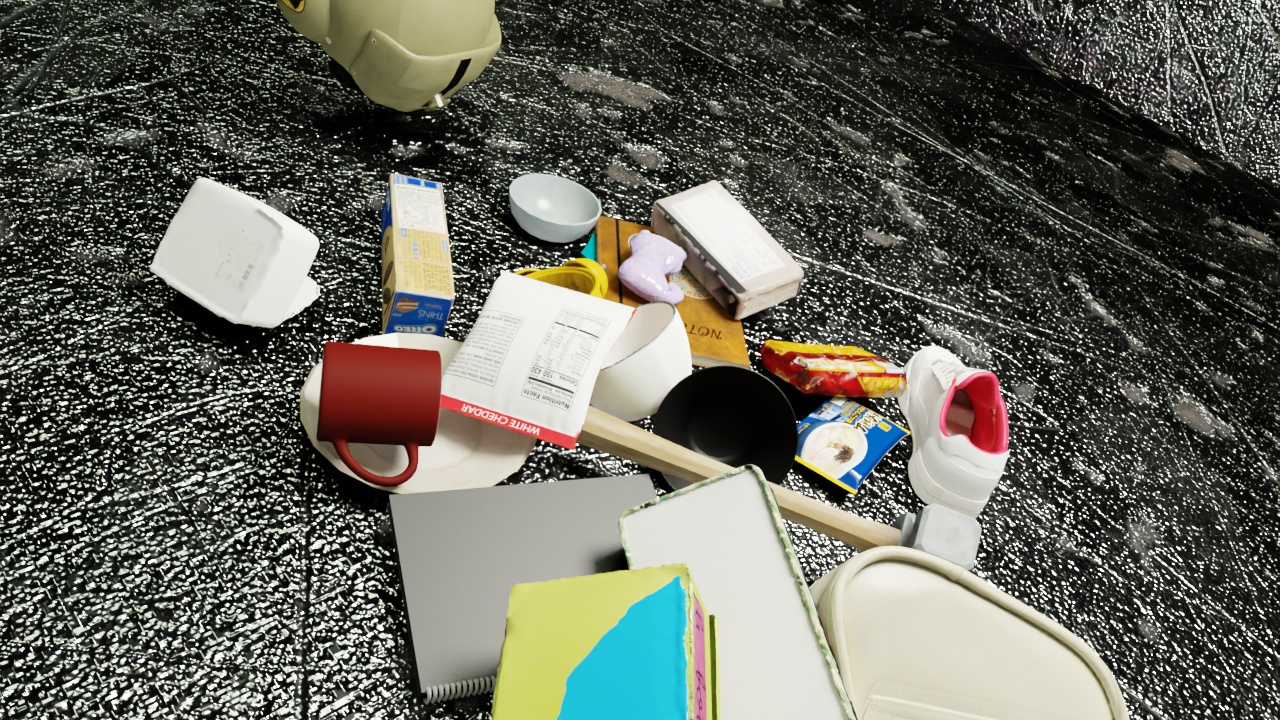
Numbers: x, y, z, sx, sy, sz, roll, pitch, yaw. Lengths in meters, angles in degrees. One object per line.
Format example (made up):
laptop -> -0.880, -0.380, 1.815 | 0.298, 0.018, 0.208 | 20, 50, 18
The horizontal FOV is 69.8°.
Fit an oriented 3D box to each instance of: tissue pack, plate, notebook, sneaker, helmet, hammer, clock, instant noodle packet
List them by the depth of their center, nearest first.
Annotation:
notebook -> -0.066, 0.155, 0.659 | 0.206, 0.016, 0.149 | -1, 51, -26
hammer -> 0.100, 0.109, 0.737 | 0.323, 0.117, 0.051 | 21, 63, 7
plate -> -0.179, 0.047, 0.750 | 0.188, 0.027, 0.188 | 13, 38, -10
clock -> -0.087, -0.051, 0.868 | 0.114, 0.052, 0.151 | -9, 31, 13
instant noodle packet -> 0.197, 0.076, 0.888 | 0.087, 0.026, 0.134 | 30, 38, 24
sneaker -> 0.323, 0.042, 0.925 | 0.090, 0.104, 0.235 | 21, 37, 0
instant noodle packet -> 0.200, 0.009, 0.947 | 0.135, 0.040, 0.098 | 3, 19, -22
notebook -> 0.021, -0.085, 1.018 | 0.178, 0.014, 0.248 | 11, 38, -12
tissue pack -> 0.100, -0.123, 1.045 | 0.103, 0.071, 0.181 | -22, 51, -24
helmet -> -0.281, -0.405, 1.059 | 0.233, 0.256, 0.249 | 34, 40, 22

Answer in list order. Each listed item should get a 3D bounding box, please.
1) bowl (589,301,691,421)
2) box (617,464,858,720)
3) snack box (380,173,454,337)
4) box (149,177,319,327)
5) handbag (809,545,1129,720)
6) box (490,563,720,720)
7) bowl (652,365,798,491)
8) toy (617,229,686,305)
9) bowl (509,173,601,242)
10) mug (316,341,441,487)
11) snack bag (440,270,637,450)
bowl -> -0.005, 0.005, 0.821 | 0.066, 0.117, 0.116 | 60, 31, -21
box -> 0.062, 0.178, 0.611 | 0.118, 0.050, 0.205 | -22, 53, 5
snack box -> -0.221, -0.104, 0.897 | 0.056, 0.057, 0.206 | 7, 38, -22
box -> -0.332, -0.083, 0.810 | 0.110, 0.103, 0.130 | 29, 4, 17
handbag -> 0.217, 0.249, 0.654 | 0.229, 0.132, 0.183 | 14, 62, -4
box -> -0.019, 0.230, 0.502 | 0.124, 0.082, 0.220 | -12, 45, 12
bowl -> 0.072, 0.064, 0.804 | 0.124, 0.124, 0.052 | 19, 4, -1
toy -> 0.017, -0.098, 0.990 | 0.080, 0.037, 0.099 | 31, 42, -3
bowl -> -0.100, -0.168, 1.045 | 0.106, 0.039, 0.106 | 13, 38, -10
mug -> -0.194, 0.041, 0.677 | 0.082, 0.073, 0.105 | 5, 69, -19
snack bag -> -0.088, -0.007, 0.761 | 0.131, 0.039, 0.143 | 17, 59, 12
